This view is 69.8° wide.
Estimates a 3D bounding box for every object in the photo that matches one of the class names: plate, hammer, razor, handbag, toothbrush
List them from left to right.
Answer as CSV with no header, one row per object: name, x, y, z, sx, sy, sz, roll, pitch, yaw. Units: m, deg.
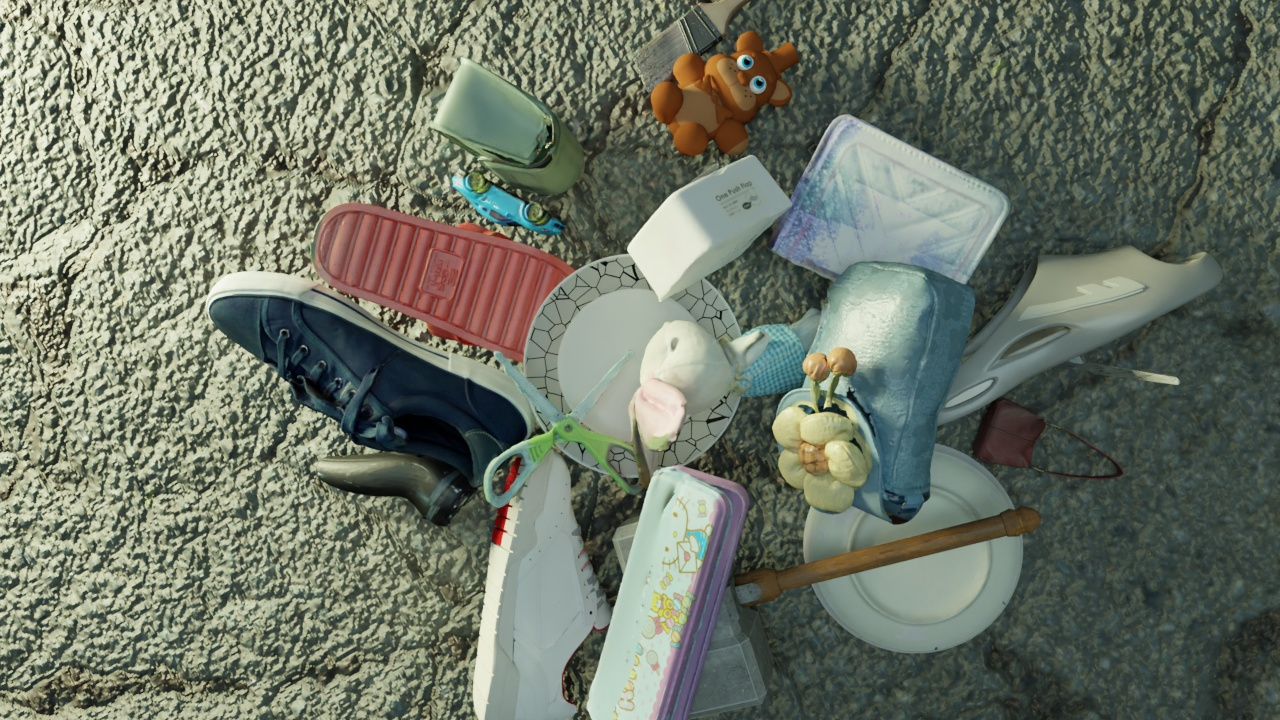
razor,-0.215,0.109,0.806,0.140,0.053,0.064,5,93,8
handbag,-0.106,-0.183,0.752,0.106,0.121,0.067,29,94,5
plate,-0.005,0.004,0.783,0.188,0.016,0.188,0,92,-8
hammer,0.154,0.165,0.729,0.318,0.082,0.162,-18,89,14
handbag,0.165,0.020,0.681,0.118,0.122,0.192,6,103,-34
handbag,0.201,-0.113,0.753,0.158,0.069,0.127,29,108,5
plate,0.230,0.159,0.767,0.182,0.034,0.182,0,91,6
handbag,0.342,0.075,0.760,0.119,0.029,0.055,19,95,0
toothbrush,0.349,0.005,0.678,0.010,0.181,0.010,-31,93,2

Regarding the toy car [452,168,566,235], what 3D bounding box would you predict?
toy car,-0.115,-0.132,0.791,0.105,0.048,0.032,26,93,4

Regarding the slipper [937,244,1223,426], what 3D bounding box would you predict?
slipper,0.310,-0.035,0.723,0.266,0.112,0.080,-29,86,12

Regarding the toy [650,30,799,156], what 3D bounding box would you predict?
toy,0.075,-0.224,0.763,0.128,0.065,0.095,-32,94,1

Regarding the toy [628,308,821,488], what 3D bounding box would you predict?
toy,0.065,0.000,0.740,0.205,0.131,0.105,-30,76,-17

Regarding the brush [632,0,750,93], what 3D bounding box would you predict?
brush,0.058,-0.289,0.788,0.151,0.012,0.039,-36,87,6

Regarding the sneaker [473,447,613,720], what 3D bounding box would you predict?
sneaker,-0.073,0.192,0.784,0.104,0.090,0.236,9,82,-18

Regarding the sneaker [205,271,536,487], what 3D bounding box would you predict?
sneaker,-0.239,0.025,0.753,0.294,0.127,0.121,25,137,2

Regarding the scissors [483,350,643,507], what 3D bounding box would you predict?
scissors,-0.060,0.055,0.745,0.171,0.021,0.172,45,77,-14

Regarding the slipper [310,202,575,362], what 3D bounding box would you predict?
slipper,-0.154,-0.067,0.791,0.248,0.059,0.103,20,92,-9

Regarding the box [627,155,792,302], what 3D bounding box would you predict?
box,0.044,-0.120,0.739,0.107,0.103,0.091,-29,83,-33

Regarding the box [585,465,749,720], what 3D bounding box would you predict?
box,0.018,0.187,0.695,0.078,0.065,0.214,19,98,25
